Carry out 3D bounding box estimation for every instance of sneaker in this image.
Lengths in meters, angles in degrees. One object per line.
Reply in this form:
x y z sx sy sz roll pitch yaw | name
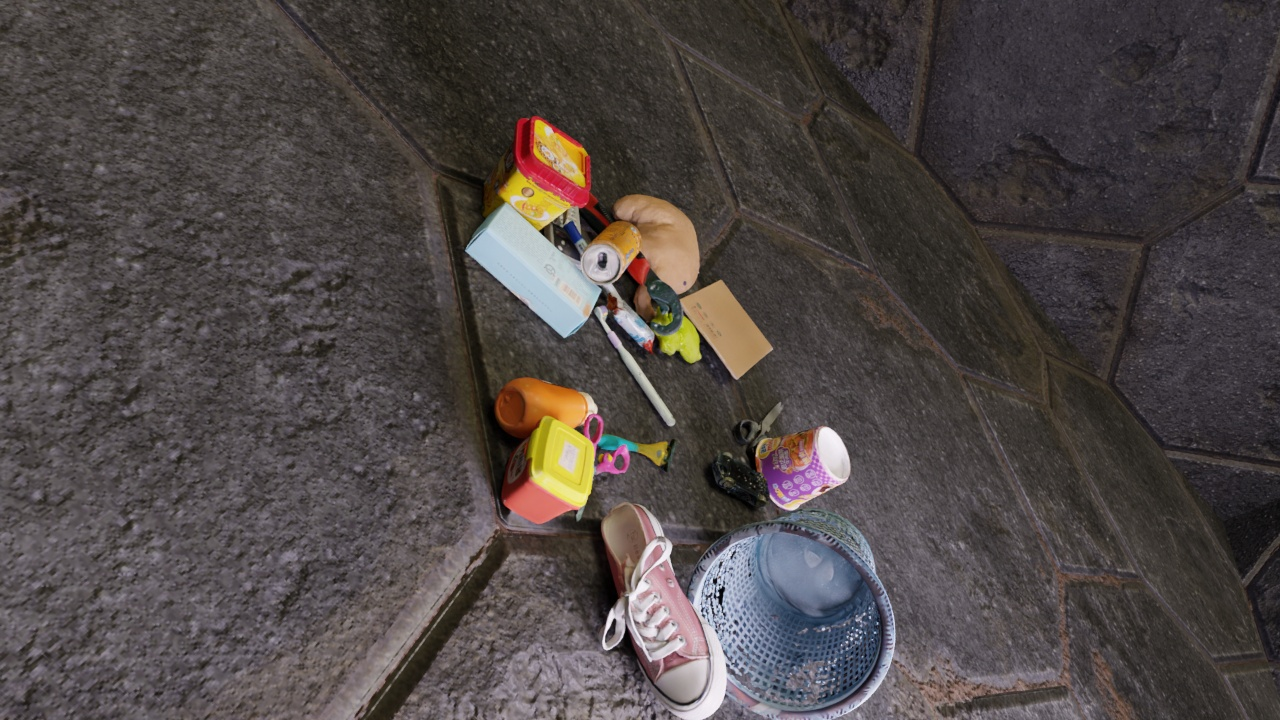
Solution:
0.008 0.251 0.946 0.088 0.118 0.240 34 27 -54 | sneaker

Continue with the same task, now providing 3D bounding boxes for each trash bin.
0.187 0.270 1.069 0.226 0.227 0.194 55 21 5 | trash bin

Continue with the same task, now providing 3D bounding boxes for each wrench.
-0.020 -0.149 1.319 0.273 0.056 0.016 56 -4 20 | wrench

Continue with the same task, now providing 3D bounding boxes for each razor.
-0.010 0.107 1.127 0.132 0.043 0.028 15 3 -41 | razor

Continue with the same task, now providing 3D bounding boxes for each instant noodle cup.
-0.141 -0.232 1.200 0.116 0.124 0.116 28 40 -32 | instant noodle cup
0.236 0.148 1.306 0.111 0.099 0.111 28 49 -39 | instant noodle cup

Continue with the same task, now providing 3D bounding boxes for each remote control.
-0.109 -0.189 1.292 0.058 0.021 0.149 24 42 -35 | remote control

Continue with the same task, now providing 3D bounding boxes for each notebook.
0.138 -0.053 1.450 0.148 0.008 0.207 53 26 3 | notebook

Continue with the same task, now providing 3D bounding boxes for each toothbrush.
-0.007 0.007 1.231 0.189 0.020 0.029 57 9 9 | toothbrush

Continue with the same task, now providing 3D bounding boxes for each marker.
-0.062 -0.127 1.268 0.146 0.017 0.016 58 31 -15 | marker

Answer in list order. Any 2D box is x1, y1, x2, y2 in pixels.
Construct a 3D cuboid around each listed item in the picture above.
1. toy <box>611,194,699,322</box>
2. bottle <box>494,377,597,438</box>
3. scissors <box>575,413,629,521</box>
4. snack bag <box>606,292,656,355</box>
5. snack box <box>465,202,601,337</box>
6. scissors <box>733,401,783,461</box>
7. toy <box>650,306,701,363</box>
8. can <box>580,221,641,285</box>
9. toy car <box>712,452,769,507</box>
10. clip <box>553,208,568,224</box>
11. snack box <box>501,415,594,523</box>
0.029 -0.155 1.381 0.143 0.083 0.225 7 54 -22 | toy
-0.099 0.055 1.044 0.149 0.067 0.066 6 54 -57 | bottle
-0.059 0.116 1.043 0.135 0.017 0.108 -33 105 -49 | scissors
-0.010 -0.050 1.261 0.105 0.026 0.045 47 25 -24 | snack bag
-0.133 -0.114 1.165 0.175 0.052 0.074 42 33 -16 | snack box
0.193 0.106 1.388 0.175 0.014 0.132 16 49 -47 | scissors
0.054 -0.038 1.330 0.099 0.031 0.096 -28 95 -56 | toy
-0.038 -0.146 1.235 0.058 0.058 0.145 47 21 -8 | can
0.134 0.163 1.243 0.105 0.031 0.048 33 37 -28 | toy car
-0.107 -0.240 1.290 0.094 0.035 0.102 -20 68 -37 | clip
-0.098 0.119 0.963 0.082 0.080 0.091 34 37 -23 | snack box
